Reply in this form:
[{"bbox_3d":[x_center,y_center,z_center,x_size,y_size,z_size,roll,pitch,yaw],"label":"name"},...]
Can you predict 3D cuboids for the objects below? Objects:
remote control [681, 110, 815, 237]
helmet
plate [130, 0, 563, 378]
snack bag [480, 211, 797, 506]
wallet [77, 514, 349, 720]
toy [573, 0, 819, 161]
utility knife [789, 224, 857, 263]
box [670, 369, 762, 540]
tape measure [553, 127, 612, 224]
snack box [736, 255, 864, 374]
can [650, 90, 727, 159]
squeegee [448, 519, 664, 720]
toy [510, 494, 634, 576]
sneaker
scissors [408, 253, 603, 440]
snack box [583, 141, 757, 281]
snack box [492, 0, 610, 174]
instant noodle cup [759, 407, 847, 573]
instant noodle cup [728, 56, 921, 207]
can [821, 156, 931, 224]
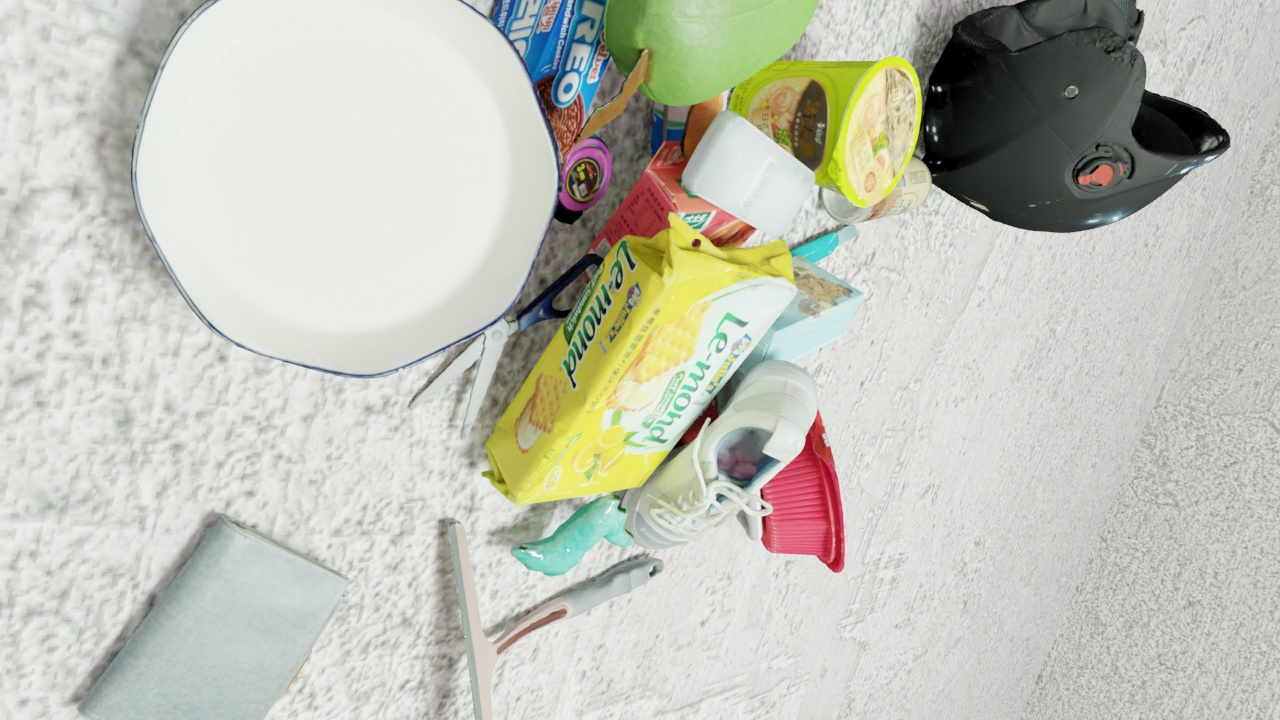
[{"bbox_3d":[0.075,-0.122,0.617,0.135,0.020,0.056,12,114,-57],"label":"remote control"},{"bbox_3d":[0.413,-0.236,0.903,0.232,0.275,0.231,-54,174,-47],"label":"helmet"},{"bbox_3d":[-0.145,-0.095,0.475,0.204,0.045,0.205,-8,108,-25],"label":"plate"},{"bbox_3d":[-0.004,0.004,0.661,0.157,0.068,0.247,1,133,-52],"label":"snack bag"},{"bbox_3d":[-0.250,0.170,0.557,0.106,0.037,0.129,43,76,-39],"label":"wallet"},{"bbox_3d":[0.044,-0.221,0.542,0.246,0.090,0.227,-35,147,-42],"label":"toy"},{"bbox_3d":[0.154,-0.098,0.882,0.186,0.013,0.029,-27,132,-35],"label":"utility knife"},{"bbox_3d":[0.069,0.077,0.815,0.095,0.098,0.202,-37,133,-31],"label":"box"},{"bbox_3d":[-0.050,-0.129,0.616,0.058,0.039,0.057,-53,141,-6],"label":"tape measure"},{"bbox_3d":[0.118,-0.041,0.787,0.174,0.074,0.052,-21,141,-51],"label":"snack box"},{"bbox_3d":[0.038,-0.210,0.657,0.053,0.053,0.135,-20,124,-41],"label":"can"},{"bbox_3d":[-0.065,0.217,0.788,0.248,0.040,0.248,-17,105,-49],"label":"squeegee"},{"bbox_3d":[-0.045,0.141,0.726,0.092,0.030,0.096,-39,141,5],"label":"toy"},{"bbox_3d":[0.057,0.105,0.741,0.243,0.089,0.090,-51,-165,39],"label":"sneaker"},{"bbox_3d":[-0.093,-0.033,0.627,0.162,0.012,0.163,-23,116,-22],"label":"scissors"},{"bbox_3d":[0.034,-0.100,0.672,0.113,0.044,0.127,-13,154,-43],"label":"snack box"},{"bbox_3d":[-0.067,-0.168,0.561,0.057,0.058,0.207,19,95,-54],"label":"snack box"},{"bbox_3d":[0.137,0.112,0.876,0.066,0.193,0.194,-10,125,-3],"label":"instant noodle cup"},{"bbox_3d":[0.138,-0.189,0.727,0.111,0.123,0.112,-24,125,-40],"label":"instant noodle cup"},{"bbox_3d":[0.231,-0.168,0.894,0.116,0.058,0.059,-18,123,-43],"label":"can"}]
